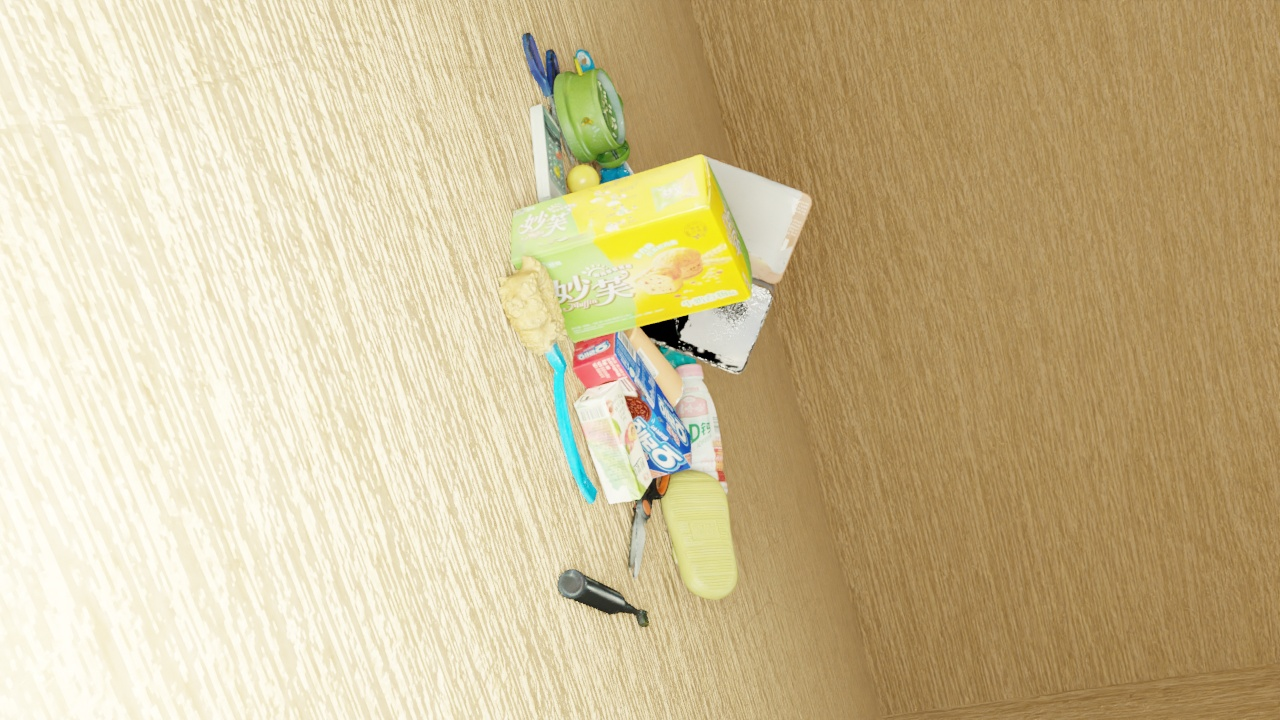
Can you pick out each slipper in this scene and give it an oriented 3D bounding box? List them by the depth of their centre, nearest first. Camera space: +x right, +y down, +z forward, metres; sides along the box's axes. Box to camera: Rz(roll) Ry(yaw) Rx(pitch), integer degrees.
[{"bbox_3d":[0.070,0.234,1.201,0.082,0.091,0.190,114,-26,-43],"label":"slipper"}]

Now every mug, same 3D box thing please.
[{"bbox_3d":[-0.007,0.007,1.114,0.123,0.078,0.078,55,25,-43],"label":"mug"}]

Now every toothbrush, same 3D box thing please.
[{"bbox_3d":[-0.028,0.238,0.901,0.212,0.026,0.027,51,16,-60],"label":"toothbrush"}]

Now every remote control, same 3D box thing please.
[{"bbox_3d":[-0.105,-0.227,1.060,0.056,0.019,0.135,47,32,-62],"label":"remote control"}]

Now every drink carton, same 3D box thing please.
[{"bbox_3d":[-0.030,0.090,0.992,0.053,0.046,0.122,-50,125,-65],"label":"drink carton"}]

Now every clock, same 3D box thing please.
[{"bbox_3d":[-0.057,-0.314,1.193,0.161,0.056,0.116,27,54,-68],"label":"clock"}]

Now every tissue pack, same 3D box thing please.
[{"bbox_3d":[0.053,-0.052,1.409,0.093,0.050,0.133,69,15,-58],"label":"tissue pack"}]

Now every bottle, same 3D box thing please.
[{"bbox_3d":[0.081,0.104,1.333,0.068,0.068,0.196,31,50,-70],"label":"bottle"}]

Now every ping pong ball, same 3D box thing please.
[{"bbox_3d":[-0.071,-0.223,1.140,0.040,0.040,0.040,-13,90,-75],"label":"ping pong ball"}]

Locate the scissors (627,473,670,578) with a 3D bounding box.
[{"bbox_3d":[-0.007,0.157,1.085,0.148,0.022,0.234,67,20,-7],"label":"scissors"}]

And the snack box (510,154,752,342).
[{"bbox_3d":[-0.007,-0.107,0.937,0.158,0.210,0.070,55,27,-52],"label":"snack box"}]

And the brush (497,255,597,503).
[{"bbox_3d":[-0.082,0.023,0.889,0.083,0.046,0.255,-74,151,-70],"label":"brush"}]

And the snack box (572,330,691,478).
[{"bbox_3d":[-0.004,0.052,1.062,0.207,0.058,0.057,57,23,-37],"label":"snack box"}]

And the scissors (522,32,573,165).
[{"bbox_3d":[-0.113,-0.331,1.146,0.174,0.012,0.162,64,20,-45],"label":"scissors"}]

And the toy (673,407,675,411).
[{"bbox_3d":[0.034,0.058,1.302,0.096,0.030,0.091,74,12,-58],"label":"toy"}]

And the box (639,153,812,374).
[{"bbox_3d":[0.107,-0.133,1.254,0.082,0.177,0.260,-52,163,-74],"label":"box"}]

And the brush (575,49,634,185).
[{"bbox_3d":[-0.042,-0.293,1.308,0.109,0.060,0.314,-67,139,-75],"label":"brush"}]
